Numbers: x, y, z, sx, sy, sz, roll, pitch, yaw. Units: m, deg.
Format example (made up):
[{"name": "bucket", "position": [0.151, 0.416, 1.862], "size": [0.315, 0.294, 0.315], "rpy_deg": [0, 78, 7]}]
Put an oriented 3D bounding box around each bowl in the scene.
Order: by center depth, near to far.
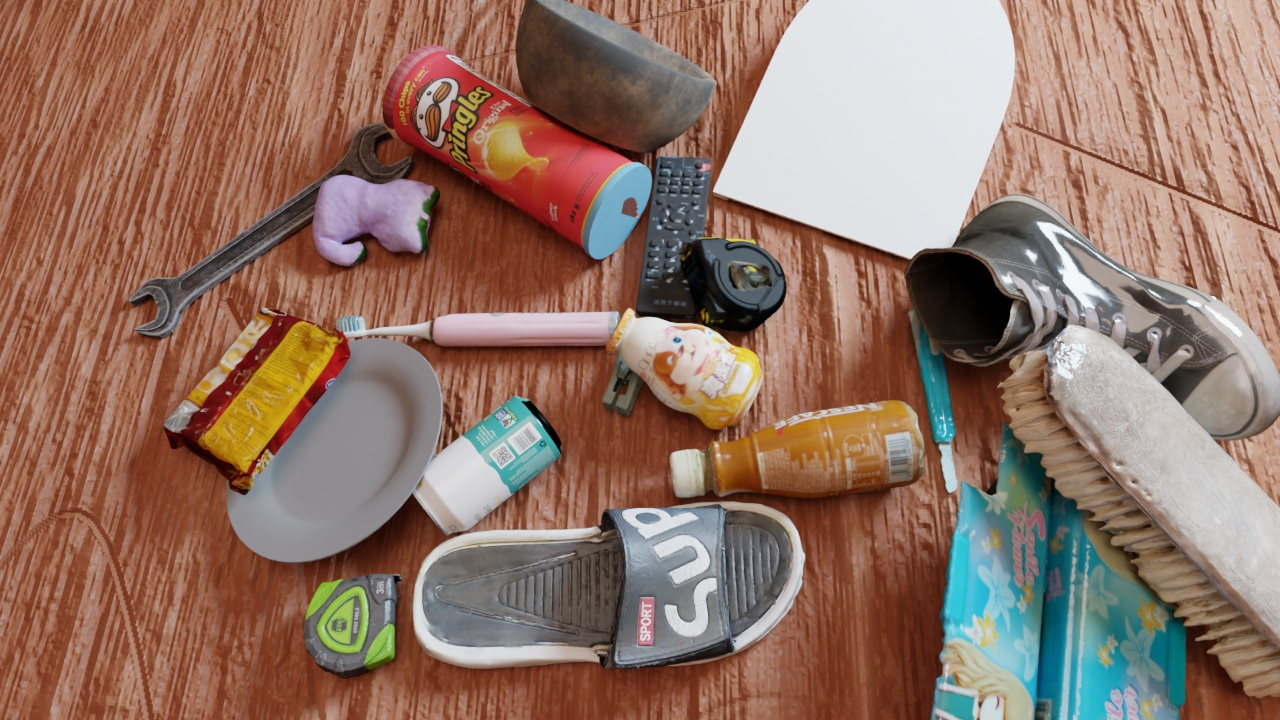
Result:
[{"name": "bowl", "position": [-0.026, -0.224, 0.731], "size": [0.162, 0.161, 0.070], "rpy_deg": [35, 114, 18]}]

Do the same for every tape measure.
[{"name": "tape measure", "position": [-0.193, 0.178, 0.614], "size": [0.058, 0.036, 0.065], "rpy_deg": [1, 61, -5]}, {"name": "tape measure", "position": [0.071, -0.057, 0.685], "size": [0.072, 0.042, 0.071], "rpy_deg": [-8, 69, -27]}]

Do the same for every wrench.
[{"name": "wrench", "position": [-0.306, -0.112, 0.770], "size": [0.273, 0.010, 0.070], "rpy_deg": [-39, 68, -12]}]

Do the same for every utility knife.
[{"name": "utility knife", "position": [0.212, 0.026, 0.660], "size": [0.022, 0.015, 0.140], "rpy_deg": [7, 65, -15]}]

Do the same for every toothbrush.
[{"name": "toothbrush", "position": [-0.126, -0.024, 0.705], "size": [0.223, 0.027, 0.026], "rpy_deg": [0, 94, 4]}]

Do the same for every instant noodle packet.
[{"name": "instant noodle packet", "position": [-0.283, 0.025, 0.681], "size": [0.099, 0.040, 0.135], "rpy_deg": [18, 65, 32]}]

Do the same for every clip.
[{"name": "clip", "position": [-0.006, 0.004, 0.685], "size": [0.037, 0.023, 0.075], "rpy_deg": [17, 69, 11]}]

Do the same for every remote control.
[{"name": "remote control", "position": [0.028, -0.098, 0.731], "size": [0.047, 0.022, 0.150], "rpy_deg": [5, 64, 7]}]

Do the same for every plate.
[{"name": "plate", "position": [-0.220, 0.062, 0.662], "size": [0.179, 0.012, 0.178], "rpy_deg": [-11, 55, 17]}]

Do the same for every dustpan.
[{"name": "dustpan", "position": [0.201, -0.213, 0.770], "size": [0.191, 0.053, 0.257], "rpy_deg": [22, 80, 14]}]

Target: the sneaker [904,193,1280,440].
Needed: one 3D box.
[{"name": "sneaker", "position": [0.294, -0.017, 0.612], "size": [0.119, 0.095, 0.234], "rpy_deg": [-28, 63, -34]}]

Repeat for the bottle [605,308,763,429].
[{"name": "bottle", "position": [0.030, 0.003, 0.650], "size": [0.109, 0.063, 0.063], "rpy_deg": [27, 69, 1]}]

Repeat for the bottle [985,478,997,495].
[{"name": "bottle", "position": [0.254, 0.091, 0.611], "size": [0.045, 0.045, 0.184], "rpy_deg": [23, 62, 14]}]

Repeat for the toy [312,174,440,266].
[{"name": "toy", "position": [-0.217, -0.113, 0.750], "size": [0.100, 0.036, 0.080], "rpy_deg": [9, 82, 4]}]

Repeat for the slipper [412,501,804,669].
[{"name": "slipper", "position": [-0.023, 0.146, 0.600], "size": [0.264, 0.063, 0.111], "rpy_deg": [-5, 65, 5]}]

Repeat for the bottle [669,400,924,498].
[{"name": "bottle", "position": [0.104, 0.067, 0.626], "size": [0.167, 0.059, 0.059], "rpy_deg": [-9, 65, 2]}]

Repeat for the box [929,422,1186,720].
[{"name": "box", "position": [0.246, 0.156, 0.545], "size": [0.181, 0.039, 0.226], "rpy_deg": [23, 66, -18]}]

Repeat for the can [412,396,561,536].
[{"name": "can", "position": [-0.108, 0.073, 0.643], "size": [0.101, 0.055, 0.055], "rpy_deg": [-38, 68, -12]}]

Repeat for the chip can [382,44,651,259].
[{"name": "chip can", "position": [-0.101, -0.169, 0.738], "size": [0.213, 0.087, 0.087], "rpy_deg": [33, 72, 17]}]

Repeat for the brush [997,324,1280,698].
[{"name": "brush", "position": [0.323, 0.092, 0.543], "size": [0.271, 0.057, 0.083], "rpy_deg": [46, 61, -3]}]
